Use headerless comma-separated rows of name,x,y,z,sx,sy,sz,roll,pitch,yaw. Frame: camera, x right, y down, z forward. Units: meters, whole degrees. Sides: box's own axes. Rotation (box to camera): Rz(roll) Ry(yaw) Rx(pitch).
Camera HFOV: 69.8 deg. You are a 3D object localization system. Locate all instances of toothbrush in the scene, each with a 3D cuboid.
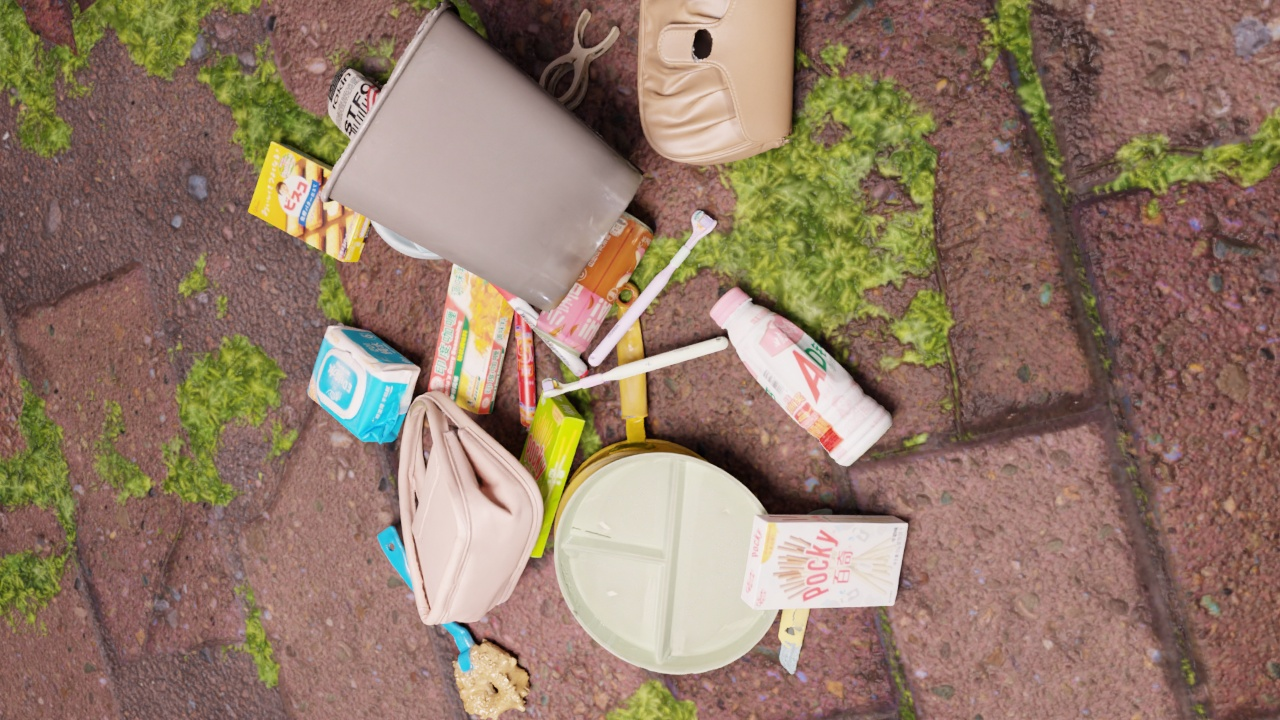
toothbrush,-0.005,0.005,0.907,0.189,0.029,0.020,-15,119,3
toothbrush,0.009,-0.069,0.914,0.189,0.021,0.029,-52,55,4

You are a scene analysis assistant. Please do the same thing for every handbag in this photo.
handbag,-0.201,0.135,0.952,0.234,0.093,0.194,55,136,35
handbag,0.070,-0.286,0.849,0.148,0.099,0.204,3,100,14

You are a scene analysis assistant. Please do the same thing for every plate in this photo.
plate,0.027,0.198,0.900,0.230,0.027,0.230,3,103,12

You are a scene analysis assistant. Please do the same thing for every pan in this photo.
pan,0.000,0.098,0.942,0.198,0.078,0.357,-6,100,14

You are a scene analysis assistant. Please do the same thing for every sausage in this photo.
sausage,-0.123,0.001,0.982,0.020,0.020,0.156,-1,96,17

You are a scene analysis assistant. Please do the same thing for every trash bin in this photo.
trash bin,-0.132,-0.173,0.828,0.219,0.199,0.199,32,99,-14

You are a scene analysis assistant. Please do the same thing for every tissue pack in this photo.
tissue pack,-0.306,0.024,1.002,0.140,0.063,0.090,31,104,36

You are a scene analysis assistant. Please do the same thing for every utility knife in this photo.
utility knife,0.163,0.231,0.923,0.031,0.019,0.177,13,104,22

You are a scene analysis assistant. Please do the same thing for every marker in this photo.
marker,-0.105,-0.037,0.948,0.017,0.017,0.145,-37,106,17

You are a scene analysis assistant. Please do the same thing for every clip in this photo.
clip,-0.073,-0.305,0.928,0.076,0.034,0.103,24,98,14

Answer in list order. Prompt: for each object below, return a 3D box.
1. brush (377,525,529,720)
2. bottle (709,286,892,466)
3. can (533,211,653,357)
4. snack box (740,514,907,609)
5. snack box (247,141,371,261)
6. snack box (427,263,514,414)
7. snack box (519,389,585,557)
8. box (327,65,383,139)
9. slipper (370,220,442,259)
brush,-0.214,0.294,1.024,0.083,0.045,0.254,-35,91,21
bottle,0.148,0.010,0.876,0.197,0.068,0.068,46,106,12
can,-0.046,-0.079,0.916,0.058,0.058,0.147,32,92,12
snack box,0.174,0.188,0.860,0.156,0.027,0.085,4,99,-22
snack box,-0.367,-0.179,1.034,0.140,0.033,0.087,28,103,15
snack box,-0.179,-0.027,0.985,0.077,0.027,0.156,19,102,30
snack box,-0.103,0.116,0.957,0.026,0.086,0.156,13,104,-26
box,-0.272,-0.249,0.974,0.163,0.076,0.075,40,109,30
slipper,-0.177,-0.165,0.954,0.246,0.074,0.104,-7,95,17
